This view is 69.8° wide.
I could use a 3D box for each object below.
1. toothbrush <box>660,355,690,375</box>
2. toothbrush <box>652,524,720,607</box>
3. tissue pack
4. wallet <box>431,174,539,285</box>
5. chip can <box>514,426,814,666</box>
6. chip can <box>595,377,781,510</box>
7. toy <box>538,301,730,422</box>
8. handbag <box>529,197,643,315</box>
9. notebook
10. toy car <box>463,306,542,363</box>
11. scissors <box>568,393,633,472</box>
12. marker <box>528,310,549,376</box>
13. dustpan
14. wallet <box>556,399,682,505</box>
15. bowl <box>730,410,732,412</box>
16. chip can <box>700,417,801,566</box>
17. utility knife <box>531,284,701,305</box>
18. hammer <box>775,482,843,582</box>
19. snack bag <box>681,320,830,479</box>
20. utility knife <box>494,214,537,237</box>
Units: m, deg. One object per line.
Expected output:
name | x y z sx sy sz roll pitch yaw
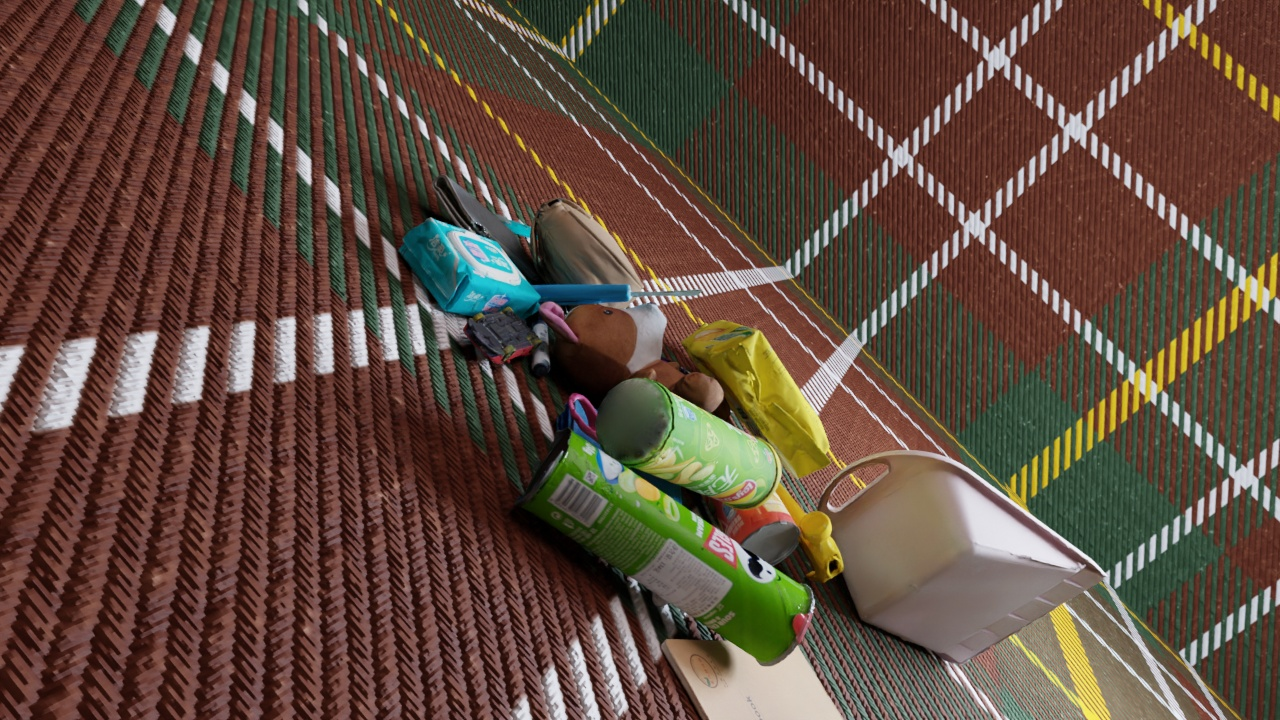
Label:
toothbrush | 0.041 0.009 1.129 0.189 0.014 0.017 30 7 6
toothbrush | 0.040 0.177 0.793 0.016 0.016 0.179 42 19 9
tissue pack | -0.162 -0.085 0.895 0.093 0.050 0.133 50 18 24
wallet | -0.171 -0.137 1.017 0.129 0.037 0.106 41 13 -52
chip can | 0.020 0.143 0.697 0.236 0.072 0.072 35 18 -11
chip can | 0.046 0.076 0.790 0.221 0.073 0.072 29 22 -53
toy | -0.005 0.005 0.916 0.199 0.130 0.140 32 -7 17
handbag | -0.072 -0.112 1.057 0.148 0.100 0.204 50 -1 -8
notebook | 0.111 0.281 0.710 0.207 0.008 0.147 23 26 -50
toy car | -0.129 -0.021 0.847 0.049 0.031 0.106 45 16 6
scissors | -0.018 0.080 0.778 0.134 0.017 0.133 58 31 3
marker | -0.104 -0.020 0.932 0.022 0.018 0.130 12 25 -12
dustpan | 0.341 0.213 1.040 0.273 0.223 0.138 24 37 -31
wallet | -0.016 0.098 0.816 0.133 0.040 0.106 38 22 -21
bowl | 0.134 0.032 1.265 0.118 0.065 0.118 38 18 -16
chip can | 0.086 0.114 0.951 0.073 0.073 0.216 28 24 -41
utility knife | -0.041 -0.067 0.933 0.034 0.219 0.018 42 51 -63
hammer | 0.133 0.130 1.024 0.300 0.033 0.129 53 -11 48
snack bag | 0.124 0.029 0.988 0.158 0.068 0.246 52 1 -8
utility knife | -0.167 -0.172 1.159 0.029 0.013 0.175 51 18 19
